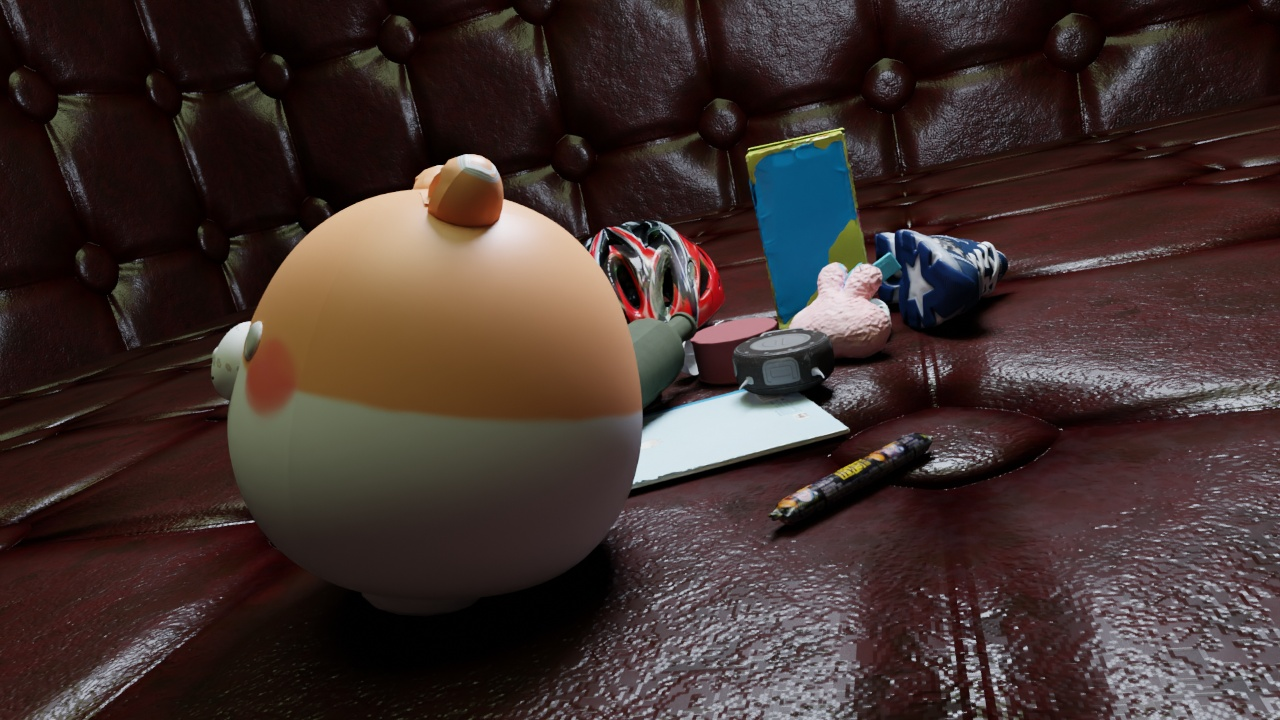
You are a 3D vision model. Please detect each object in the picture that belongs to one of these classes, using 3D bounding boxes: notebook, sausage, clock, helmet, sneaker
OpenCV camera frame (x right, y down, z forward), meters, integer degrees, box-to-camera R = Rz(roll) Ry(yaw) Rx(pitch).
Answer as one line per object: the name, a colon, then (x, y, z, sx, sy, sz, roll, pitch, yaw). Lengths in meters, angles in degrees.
notebook: (0.029, 0.068, 0.789, 0.253, 0.009, 0.181, -14, 13, -4)
sausage: (0.145, 0.078, 0.615, 0.155, 0.020, 0.020, -21, 15, -29)
clock: (0.095, -0.011, 0.970, 0.096, 0.048, 0.138, -22, 16, -33)
helmet: (-0.008, -0.084, 1.171, 0.217, 0.167, 0.271, -25, 23, 2)
sneaker: (0.348, -0.101, 1.020, 0.132, 0.103, 0.269, -5, 10, 4)
clock: (0.132, 0.002, 0.844, 0.091, 0.044, 0.122, -8, 13, 14)

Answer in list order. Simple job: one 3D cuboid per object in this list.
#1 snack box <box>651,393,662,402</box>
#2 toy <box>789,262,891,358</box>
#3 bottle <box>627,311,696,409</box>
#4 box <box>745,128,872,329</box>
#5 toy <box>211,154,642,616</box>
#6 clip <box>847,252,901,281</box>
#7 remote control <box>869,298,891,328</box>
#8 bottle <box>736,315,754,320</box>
snack box: (-0.084, 0.039, 0.938, 0.185, 0.032, 0.101, -19, 23, -23)
toy: (0.206, -0.050, 0.934, 0.108, 0.105, 0.053, 5, -13, 43)
bottle: (-0.005, 0.005, 0.867, 0.072, 0.071, 0.206, -4, 21, 33)
box: (0.204, -0.157, 1.100, 0.124, 0.221, 0.079, -12, 12, 13)
toy: (-0.130, 0.014, 0.590, 0.265, 0.281, 0.263, 4, 7, -20)
clip: (0.224, -0.071, 0.992, 0.120, 0.027, 0.103, -38, 3, -10)
remote control: (0.243, -0.043, 1.004, 0.060, 0.028, 0.114, -10, 13, 13)
bottle: (0.090, -0.022, 1.062, 0.112, 0.030, 0.030, -22, 16, -33)
